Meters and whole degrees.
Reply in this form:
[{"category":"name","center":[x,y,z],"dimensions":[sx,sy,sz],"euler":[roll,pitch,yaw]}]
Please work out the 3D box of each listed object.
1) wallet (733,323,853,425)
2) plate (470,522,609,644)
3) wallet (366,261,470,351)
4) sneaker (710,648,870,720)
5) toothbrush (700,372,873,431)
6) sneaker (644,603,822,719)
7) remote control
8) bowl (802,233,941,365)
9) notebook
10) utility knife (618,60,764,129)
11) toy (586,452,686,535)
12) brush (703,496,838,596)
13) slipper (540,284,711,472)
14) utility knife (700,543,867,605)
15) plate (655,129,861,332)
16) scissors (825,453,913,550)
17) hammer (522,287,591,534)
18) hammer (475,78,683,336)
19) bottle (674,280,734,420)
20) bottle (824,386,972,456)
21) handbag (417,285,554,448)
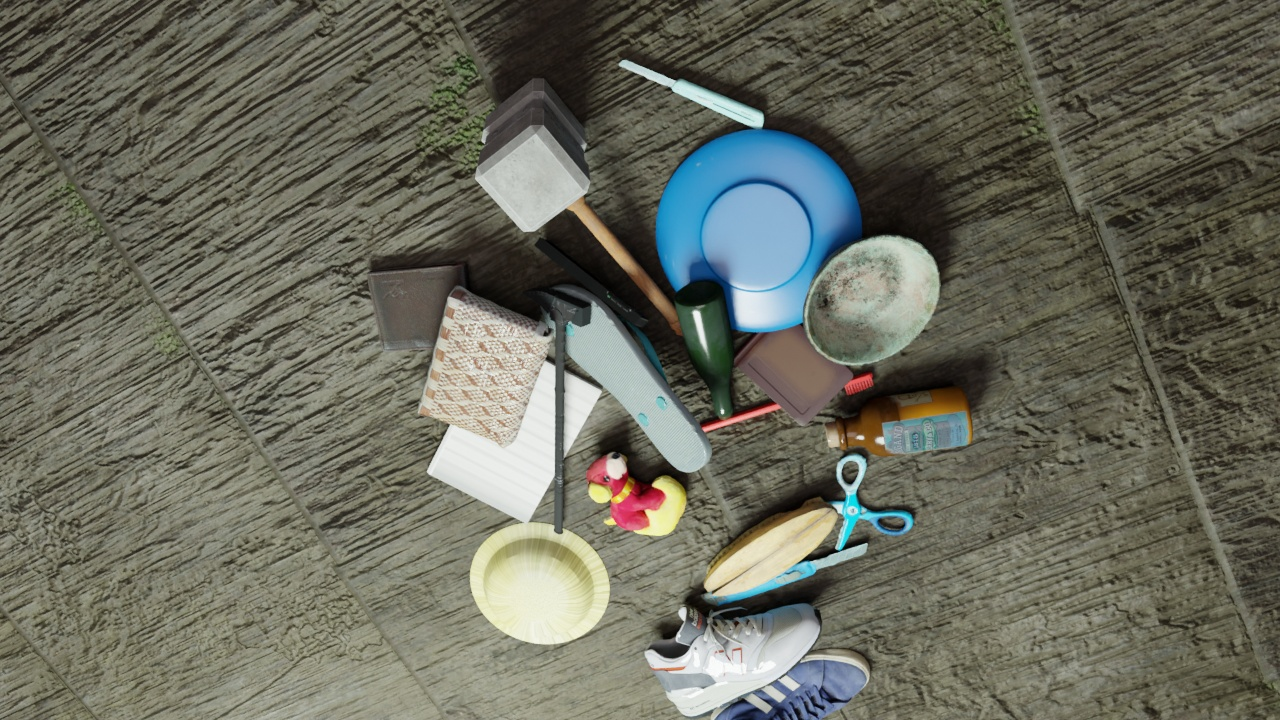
[{"category":"wallet","center":[0.175,0.006,1.051],"dimensions":[0.115,0.018,0.092],"euler":[42,106,0]},{"category":"plate","center":[-0.134,0.300,1.186],"dimensions":[0.184,0.036,0.184],"euler":[2,110,5]},{"category":"wallet","center":[-0.254,-0.062,1.073],"dimensions":[0.120,0.031,0.099],"euler":[-3,107,9]},{"category":"sneaker","center":[0.190,0.464,1.168],"dimensions":[0.233,0.118,0.091],"euler":[-29,104,15]},{"category":"toothbrush","center":[0.170,0.054,1.079],"dimensions":[0.213,0.012,0.018],"euler":[-19,107,12]},{"category":"sneaker","center":[0.103,0.355,1.154],"dimensions":[0.124,0.088,0.240],"euler":[44,111,-13]},{"category":"remote control","center":[-0.054,-0.086,1.010],"dimensions":[0.150,0.034,0.013],"euler":[39,97,16]},{"category":"bowl","center":[0.243,-0.071,0.992],"dimensions":[0.157,0.038,0.158],"euler":[-7,123,-11]},{"category":"notebook","center":[-0.157,0.088,1.127],"dimensions":[0.142,0.009,0.210],"euler":[28,110,-5]},{"category":"utility knife","center":[0.055,-0.284,0.968],"dimensions":[0.166,0.015,0.022],"euler":[23,143,-1]},{"category":"toy","center":[-0.010,0.166,1.118],"dimensions":[0.137,0.067,0.106],"euler":[37,112,-21]},{"category":"brush","center":[0.158,0.228,1.124],"dimensions":[0.196,0.043,0.059],"euler":[-38,102,20]},{"category":"slipper","center":[-0.006,0.006,1.029],"dimensions":[0.269,0.054,0.098],"euler":[48,143,11]},{"category":"utility knife","center":[0.181,0.270,1.154],"dimensions":[0.222,0.015,0.031],"euler":[-24,123,13]},{"category":"plate","center":[0.126,-0.135,0.998],"dimensions":[0.224,0.024,0.224],"euler":[4,110,10]},{"category":"scissors","center":[0.268,0.177,1.114],"dimensions":[0.140,0.011,0.134],"euler":[13,111,2]},{"category":"hammer","center":[-0.101,0.069,1.088],"dimensions":[0.095,0.015,0.325],"euler":[24,124,35]},{"category":"hammer","center":[-0.038,-0.134,0.981],"dimensions":[0.083,0.162,0.317],"euler":[-33,120,16]},{"category":"bottle","center":[0.082,-0.004,1.040],"dimensions":[0.055,0.055,0.174],"euler":[-10,124,9]},{"category":"bottle","center":[0.290,0.074,1.044],"dimensions":[0.157,0.067,0.068],"euler":[-9,108,9]},{"category":"handbag","center":[-0.180,0.010,1.058],"dimensions":[0.124,0.046,0.186],"euler":[22,125,-3]}]
